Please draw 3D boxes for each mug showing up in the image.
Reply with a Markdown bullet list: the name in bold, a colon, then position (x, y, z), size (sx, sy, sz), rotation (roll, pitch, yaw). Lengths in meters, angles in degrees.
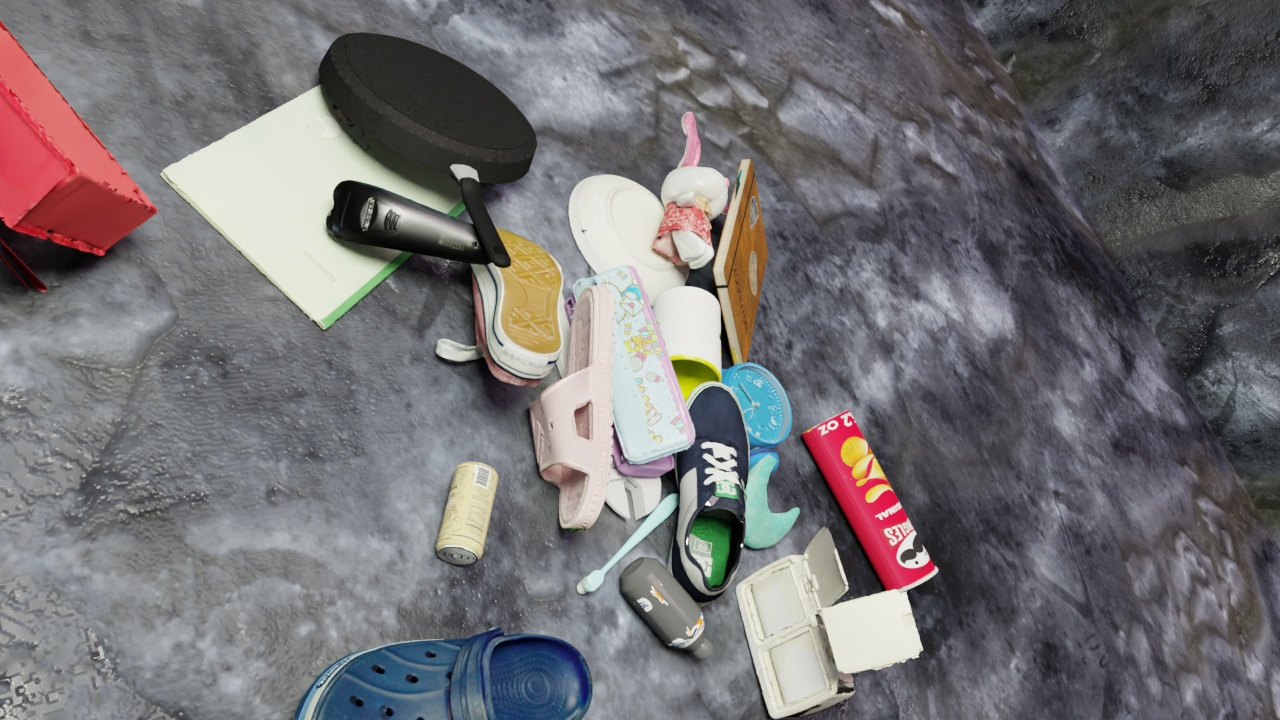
- **mug**: position (0.049, -0.018, 1.028), size (0.082, 0.083, 0.106), rotation (28, 46, -28)

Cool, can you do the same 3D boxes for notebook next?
- **notebook**: position (-0.283, -0.160, 0.856), size (0.182, 0.010, 0.251), rotation (46, 41, -11)
- **notebook**: position (0.130, -0.136, 1.161), size (0.248, 0.014, 0.179), rotation (-73, 155, -43)

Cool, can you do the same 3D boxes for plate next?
- **plate**: position (-0.004, -0.153, 1.104), size (0.182, 0.034, 0.182), rotation (24, 49, -32)

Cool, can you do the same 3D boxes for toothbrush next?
- **toothbrush**: position (-0.007, 0.175, 0.896), size (0.016, 0.017, 0.180), rotation (54, 39, 1)

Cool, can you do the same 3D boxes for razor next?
- **razor**: position (-0.204, -0.120, 0.829), size (0.151, 0.067, 0.054), rotation (14, 93, -15)

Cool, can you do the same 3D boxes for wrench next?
- **wrench**: position (-0.050, 0.034, 0.947), size (0.086, 0.018, 0.273), rotation (-3, 65, -45)

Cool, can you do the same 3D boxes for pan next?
- **pan**: position (-0.181, -0.213, 0.888), size (0.225, 0.034, 0.356), rotation (8, 39, -39)

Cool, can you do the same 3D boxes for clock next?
- **clock**: position (0.116, 0.072, 1.048), size (0.117, 0.060, 0.161), rotation (37, 46, -21)

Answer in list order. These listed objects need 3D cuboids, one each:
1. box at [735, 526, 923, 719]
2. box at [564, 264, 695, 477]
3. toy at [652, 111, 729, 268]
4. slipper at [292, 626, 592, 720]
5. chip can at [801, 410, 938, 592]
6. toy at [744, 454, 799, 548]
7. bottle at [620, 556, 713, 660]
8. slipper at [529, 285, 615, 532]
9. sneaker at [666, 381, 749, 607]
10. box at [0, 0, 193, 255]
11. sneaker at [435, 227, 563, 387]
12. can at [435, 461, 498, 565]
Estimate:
- **box**: position (0.163, 0.246, 0.874), size (0.068, 0.192, 0.143), rotation (12, 50, -38)
- **box**: position (-0.016, 0.010, 0.934), size (0.077, 0.096, 0.214), rotation (-6, 62, -26)
- **toy**: position (0.065, -0.188, 1.104), size (0.193, 0.084, 0.159), rotation (-78, 150, -41)
- **slipper**: position (-0.128, 0.247, 0.671), size (0.252, 0.095, 0.105), rotation (3, 64, -47)
- **chip can**: position (0.280, 0.173, 1.133), size (0.069, 0.069, 0.220), rotation (-17, 76, -48)
- **toy**: position (0.133, 0.163, 1.003), size (0.085, 0.033, 0.105), rotation (-44, 126, -22)
- **bottle**: position (0.027, 0.235, 0.862), size (0.112, 0.047, 0.046), rotation (50, 41, -6)
- **slipper**: position (-0.068, 0.040, 0.856), size (0.064, 0.094, 0.239), rotation (11, 69, -20)
- **sneaker**: position (0.077, 0.123, 0.922), size (0.084, 0.079, 0.234), rotation (13, 64, -12)
- **box**: position (-0.341, -0.240, 0.580), size (0.213, 0.326, 0.153), rotation (50, 9, -3)
- **sneaker**: position (-0.127, -0.043, 0.874), size (0.118, 0.088, 0.240), rotation (16, 31, -22)
- **can**: position (-0.146, 0.129, 0.773), size (0.038, 0.038, 0.079), rotation (30, 46, -27)
